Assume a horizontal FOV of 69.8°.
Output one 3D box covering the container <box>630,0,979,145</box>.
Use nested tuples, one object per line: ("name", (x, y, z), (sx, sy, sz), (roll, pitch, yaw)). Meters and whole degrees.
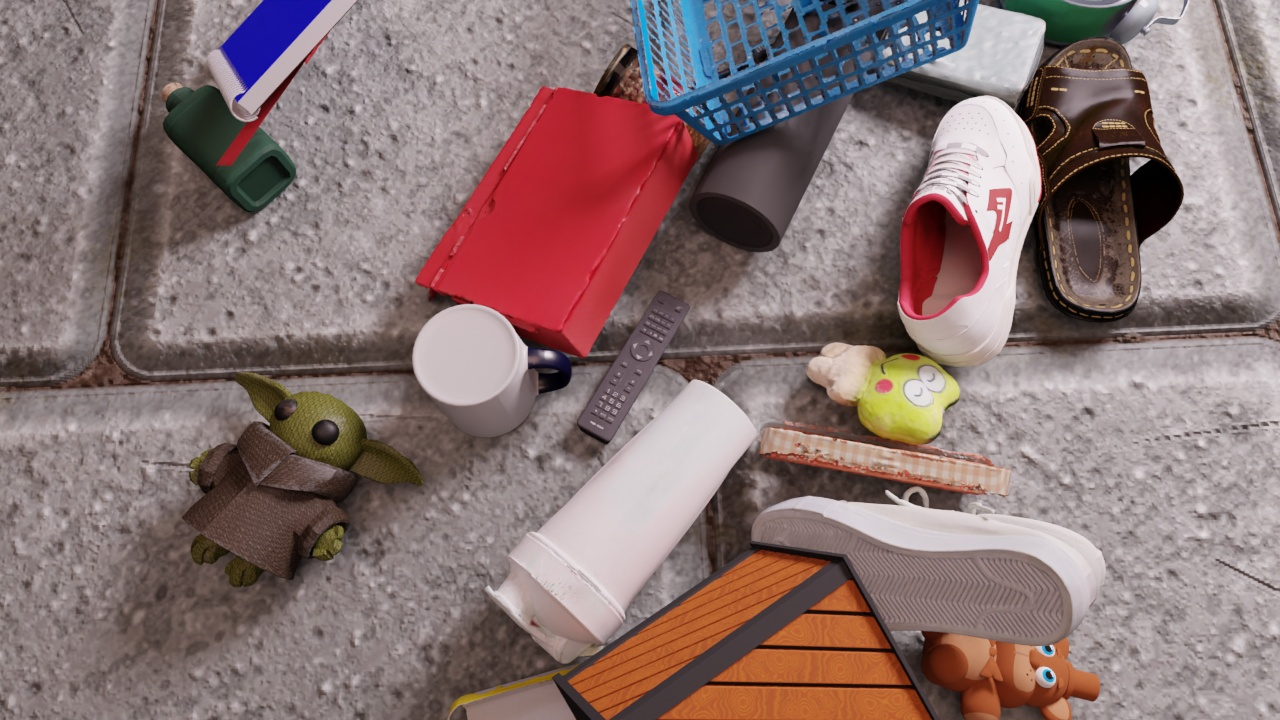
("container", (0.119, -0.344, 0.754), (0.258, 0.089, 0.361), (-18, 56, 17))

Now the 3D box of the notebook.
("notebook", (-0.294, -0.289, 0.772), (0.171, 0.022, 0.209), (-47, 39, 0))

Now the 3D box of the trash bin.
("trash bin", (0.065, 0.224, 0.579), (0.171, 0.140, 0.139), (-30, 92, -18))

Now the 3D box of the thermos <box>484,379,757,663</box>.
("thermos", (-0.006, 0.117, 0.677), (0.099, 0.099, 0.220), (40, 73, 13))

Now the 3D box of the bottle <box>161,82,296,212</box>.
("bottle", (-0.369, -0.196, 0.800), (0.131, 0.061, 0.061), (42, 80, 13))

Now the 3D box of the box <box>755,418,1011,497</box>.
("box", (0.181, 0.075, 0.697), (0.187, 0.083, 0.042), (11, 85, 3))

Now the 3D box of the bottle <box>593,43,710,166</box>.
("bottle", (0.017, -0.218, 0.788), (0.105, 0.056, 0.056), (34, 75, -5))

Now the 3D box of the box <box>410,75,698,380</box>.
("box", (-0.061, -0.117, 0.752), (0.164, 0.153, 0.214), (34, 74, -14))

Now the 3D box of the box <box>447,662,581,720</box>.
("box", (-0.026, 0.277, 0.655), (0.209, 0.036, 0.129), (-15, 83, -4))

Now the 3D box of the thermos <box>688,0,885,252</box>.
("thermos", (0.130, -0.215, 0.783), (0.082, 0.082, 0.240), (25, 74, 9))

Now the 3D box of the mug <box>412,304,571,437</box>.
("mug", (-0.109, 0.010, 0.709), (0.112, 0.097, 0.078), (-3, 72, 0))

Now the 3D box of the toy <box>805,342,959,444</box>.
("toy", (0.188, 0.020, 0.719), (0.115, 0.046, 0.091), (26, 46, 23))

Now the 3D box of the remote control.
("remote control", (-0.004, 0.004, 0.751), (0.032, 0.015, 0.136), (28, 72, 10))

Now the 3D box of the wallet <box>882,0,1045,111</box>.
("wallet", (0.282, -0.273, 0.816), (0.132, 0.054, 0.100), (23, 65, 10))

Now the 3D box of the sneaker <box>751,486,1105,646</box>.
("sneaker", (0.193, 0.137, 0.636), (0.090, 0.243, 0.089), (-13, 98, -45))

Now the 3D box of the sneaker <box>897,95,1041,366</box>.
("sneaker", (0.250, -0.121, 0.726), (0.090, 0.104, 0.236), (3, 71, 40))

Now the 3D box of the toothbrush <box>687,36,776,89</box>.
("toothbrush", (0.050, -0.252, 0.833), (0.189, 0.016, 0.017), (-28, 60, -8))

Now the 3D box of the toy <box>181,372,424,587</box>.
("toy", (-0.272, 0.094, 0.695), (0.179, 0.078, 0.152), (27, 74, 12))

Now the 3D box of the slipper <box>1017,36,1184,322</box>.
("slipper", (0.380, -0.162, 0.763), (0.113, 0.076, 0.267), (7, 72, 3))

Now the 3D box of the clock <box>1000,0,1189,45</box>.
("clock", (0.411, -0.346, 0.823), (0.161, 0.075, 0.121), (21, 74, 7))

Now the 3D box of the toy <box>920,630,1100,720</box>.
("toy", (0.262, 0.215, 0.651), (0.128, 0.065, 0.094), (13, 56, 3))
